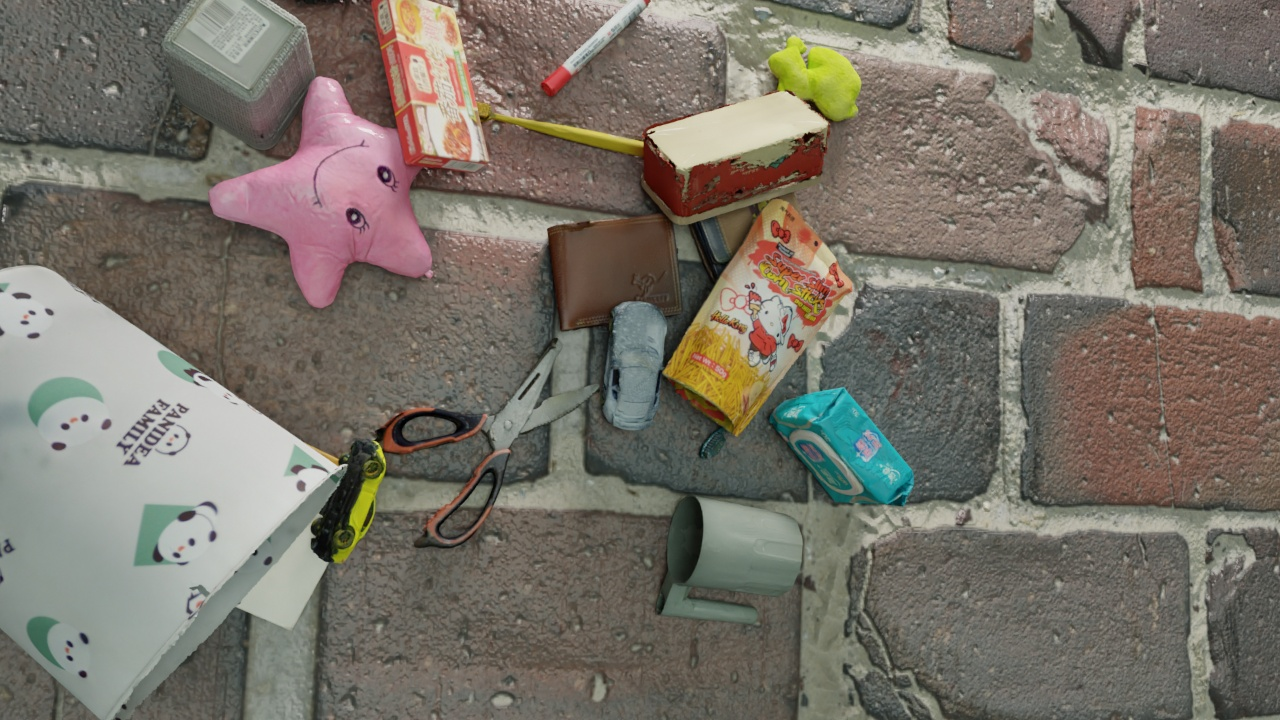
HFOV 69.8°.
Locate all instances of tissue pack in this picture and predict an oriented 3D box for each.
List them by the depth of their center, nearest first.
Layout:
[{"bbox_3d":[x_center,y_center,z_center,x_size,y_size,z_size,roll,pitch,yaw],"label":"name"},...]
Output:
[{"bbox_3d":[0.196,0.089,0.893,0.050,0.093,0.133,-44,99,-20],"label":"tissue pack"}]

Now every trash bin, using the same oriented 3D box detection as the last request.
[{"bbox_3d":[-0.379,0.084,0.638,0.252,0.230,0.229,41,75,-6],"label":"trash bin"}]

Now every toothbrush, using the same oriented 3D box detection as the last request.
[{"bbox_3d":[-0.072,-0.218,0.869,0.190,0.017,0.015,9,84,-17],"label":"toothbrush"},{"bbox_3d":[0.118,0.022,0.912,0.016,0.018,0.191,45,74,-26],"label":"toothbrush"}]

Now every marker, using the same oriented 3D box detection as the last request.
[{"bbox_3d":[-0.041,-0.307,0.885,0.017,0.017,0.145,45,75,-10],"label":"marker"}]

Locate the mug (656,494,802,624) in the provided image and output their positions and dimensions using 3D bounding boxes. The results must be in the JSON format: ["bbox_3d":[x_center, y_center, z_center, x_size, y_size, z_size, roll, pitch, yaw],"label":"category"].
[{"bbox_3d":[0.081,0.192,0.864,0.103,0.083,0.124,12,109,-18],"label":"mug"}]

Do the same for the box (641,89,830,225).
[{"bbox_3d":[0.090,-0.200,0.868,0.168,0.078,0.091,-20,49,-18],"label":"box"}]

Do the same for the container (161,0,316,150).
[{"bbox_3d":[-0.321,-0.241,0.740,0.090,0.114,0.090,31,78,-14],"label":"container"}]

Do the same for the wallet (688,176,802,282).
[{"bbox_3d":[0.107,-0.135,0.914,0.115,0.033,0.090,-22,92,-21],"label":"wallet"}]

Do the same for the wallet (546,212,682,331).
[{"bbox_3d":[-0.023,-0.083,0.869,0.124,0.032,0.101,-9,91,-17],"label":"wallet"}]

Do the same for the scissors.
[{"bbox_3d":[-0.140,0.072,0.827,0.226,0.015,0.189,0,86,-17],"label":"scissors"}]

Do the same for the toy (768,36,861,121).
[{"bbox_3d":[0.184,-0.292,0.949,0.100,0.031,0.096,-16,89,-18],"label":"toy"}]

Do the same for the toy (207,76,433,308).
[{"bbox_3d":[-0.239,-0.139,0.781,0.178,0.075,0.194,44,65,-21],"label":"toy"}]

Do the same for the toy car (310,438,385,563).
[{"bbox_3d":[-0.240,0.118,0.766,0.032,0.048,0.105,28,76,-42],"label":"toy car"}]

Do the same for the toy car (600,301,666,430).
[{"bbox_3d":[-0.005,0.005,0.855,0.054,0.037,0.121,2,100,-18],"label":"toy car"}]

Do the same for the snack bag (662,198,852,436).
[{"bbox_3d":[0.114,-0.038,0.881,0.128,0.073,0.207,41,78,-22],"label":"snack bag"}]

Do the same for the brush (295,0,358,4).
[{"bbox_3d":[-0.245,-0.346,0.788,0.143,0.073,0.055,-10,91,-9],"label":"brush"}]

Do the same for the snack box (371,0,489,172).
[{"bbox_3d":[-0.183,-0.242,0.803,0.075,0.026,0.153,-4,78,-51],"label":"snack box"}]

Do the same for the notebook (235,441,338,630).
[{"bbox_3d":[-0.348,0.116,0.760,0.206,0.010,0.145,30,77,-13],"label":"notebook"}]
